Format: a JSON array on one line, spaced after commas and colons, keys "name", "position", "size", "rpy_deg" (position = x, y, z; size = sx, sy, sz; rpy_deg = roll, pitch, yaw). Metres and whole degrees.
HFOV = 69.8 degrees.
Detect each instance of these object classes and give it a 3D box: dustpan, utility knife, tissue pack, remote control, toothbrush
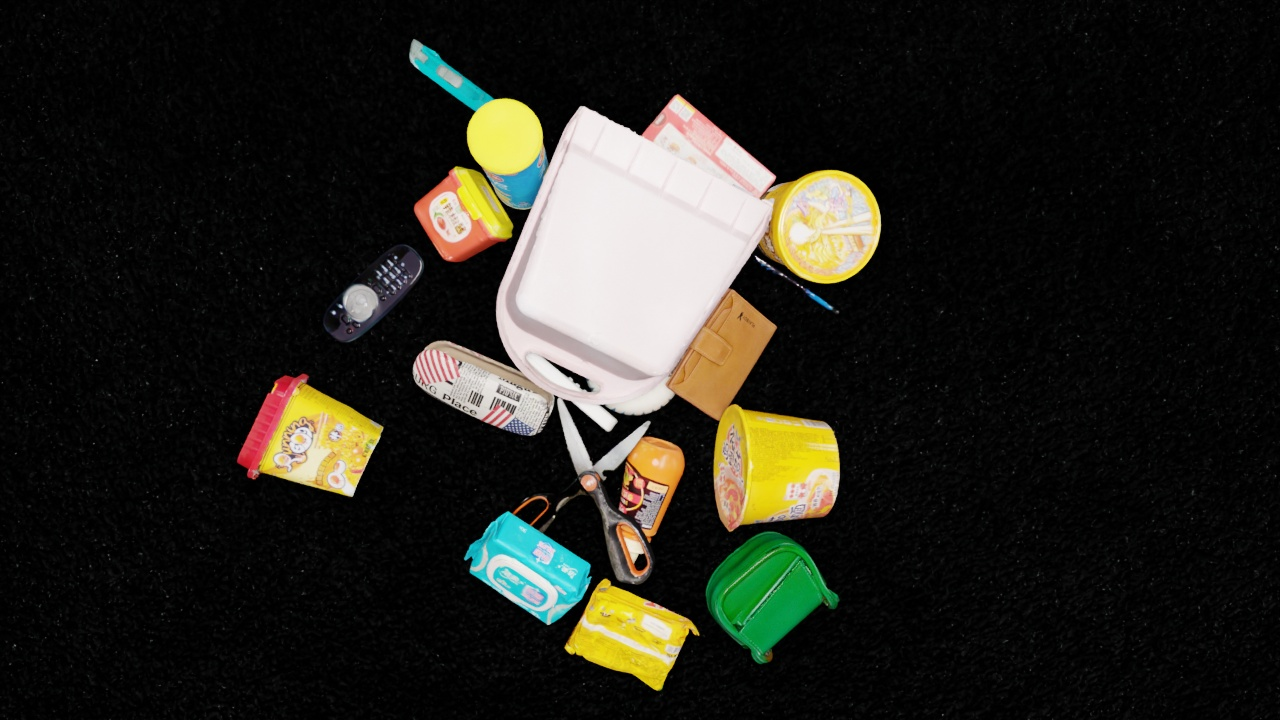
[{"name": "dustpan", "position": [-0.030, -0.089, 0.954], "size": [0.222, 0.139, 0.273], "rpy_deg": [29, 85, -8]}, {"name": "utility knife", "position": [-0.203, -0.315, 1.065], "size": [0.166, 0.013, 0.029], "rpy_deg": [36, 90, -2]}, {"name": "tissue pack", "position": [-0.128, 0.232, 1.027], "size": [0.133, 0.093, 0.050], "rpy_deg": [34, 45, -1]}, {"name": "remote control", "position": [-0.087, 0.026, 1.047], "size": [0.150, 0.058, 0.021], "rpy_deg": [41, 86, -2]}, {"name": "toothbrush", "position": [0.154, -0.106, 1.078], "size": [0.189, 0.014, 0.016], "rpy_deg": [34, 90, -3]}, {"name": "remote control", "position": [-0.306, -0.077, 1.056], "size": [0.136, 0.024, 0.053], "rpy_deg": [-44, 93, 0]}]

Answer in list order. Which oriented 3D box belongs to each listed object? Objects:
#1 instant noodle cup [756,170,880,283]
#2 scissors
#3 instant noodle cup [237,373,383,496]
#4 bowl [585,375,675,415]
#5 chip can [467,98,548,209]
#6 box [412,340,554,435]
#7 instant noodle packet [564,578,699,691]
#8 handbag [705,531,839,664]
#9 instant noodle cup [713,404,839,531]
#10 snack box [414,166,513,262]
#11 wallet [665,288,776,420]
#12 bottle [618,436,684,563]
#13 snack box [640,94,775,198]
[{"name": "instant noodle cup", "position": [0.185, -0.151, 1.018], "size": [0.118, 0.114, 0.118], "rpy_deg": [-3, 102, -15]}, {"name": "scissors", "position": [-0.058, 0.156, 1.027], "size": [0.234, 0.021, 0.221], "rpy_deg": [-38, 88, 20]}, {"name": "instant noodle cup", "position": [-0.360, 0.088, 1.017], "size": [0.123, 0.116, 0.116], "rpy_deg": [25, 88, -14]}, {"name": "bowl", "position": [-0.006, 0.006, 1.046], "size": [0.116, 0.066, 0.116], "rpy_deg": [0, 90, -2]}, {"name": "chip can", "position": [-0.133, -0.211, 0.969], "size": [0.071, 0.210, 0.071], "rpy_deg": [0, 89, -3]}, {"name": "box", "position": [-0.180, 0.036, 1.033], "size": [0.163, 0.082, 0.075], "rpy_deg": [25, 96, -4]}, {"name": "instant noodle packet", "position": [-0.009, 0.313, 1.047], "size": [0.128, 0.044, 0.111], "rpy_deg": [24, 115, -1]}, {"name": "handbag", "position": [0.148, 0.272, 1.056], "size": [0.131, 0.068, 0.120], "rpy_deg": [-39, 99, -3]}, {"name": "instant noodle cup", "position": [0.151, 0.120, 1.024], "size": [0.109, 0.138, 0.138], "rpy_deg": [3, 90, -11]}, {"name": "snack box", "position": [-0.200, -0.161, 1.037], "size": [0.080, 0.082, 0.091], "rpy_deg": [-32, 90, 11]}, {"name": "wallet", "position": [0.092, -0.006, 1.042], "size": [0.107, 0.031, 0.132], "rpy_deg": [35, 87, -44]}, {"name": "bottle", "position": [0.003, 0.165, 1.052], "size": [0.067, 0.066, 0.149], "rpy_deg": [16, 97, -2]}, {"name": "snack box", "position": [0.076, -0.231, 1.069], "size": [0.153, 0.025, 0.075], "rpy_deg": [39, 89, -2]}]
